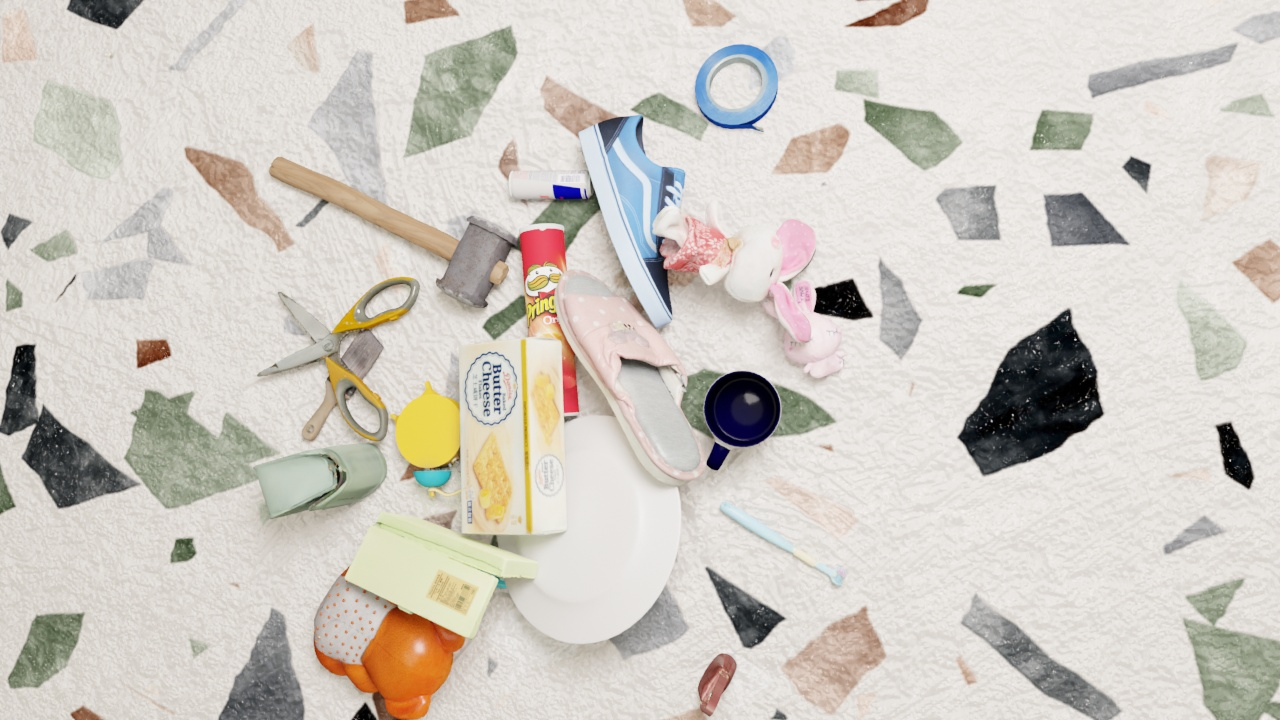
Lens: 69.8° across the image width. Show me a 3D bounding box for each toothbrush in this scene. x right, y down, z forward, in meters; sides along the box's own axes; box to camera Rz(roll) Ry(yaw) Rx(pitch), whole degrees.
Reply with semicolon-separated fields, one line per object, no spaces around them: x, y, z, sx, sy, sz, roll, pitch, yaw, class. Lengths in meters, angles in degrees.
0.154;0.198;1.002;0.155;0.016;0.022;30;59;8;toothbrush

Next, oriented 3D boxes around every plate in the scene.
-0.064;0.175;0.977;0.243;0.016;0.242;-12;69;32;plate

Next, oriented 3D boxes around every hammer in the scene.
-0.298;-0.168;1.077;0.328;0.052;0.098;27;91;12;hammer

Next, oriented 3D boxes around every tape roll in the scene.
0.108;-0.308;1.033;0.091;0.016;0.093;14;89;9;tape roll

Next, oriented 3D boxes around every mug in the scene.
0.102;0.066;0.975;0.078;0.097;0.112;29;91;9;mug

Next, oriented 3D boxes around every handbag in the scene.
0.077;0.344;0.953;0.029;0.119;0.055;32;92;9;handbag
-0.355;0.133;1.028;0.106;0.122;0.067;-18;85;7;handbag

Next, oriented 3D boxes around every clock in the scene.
-0.229;0.092;1.053;0.099;0.043;0.129;-41;75;4;clock

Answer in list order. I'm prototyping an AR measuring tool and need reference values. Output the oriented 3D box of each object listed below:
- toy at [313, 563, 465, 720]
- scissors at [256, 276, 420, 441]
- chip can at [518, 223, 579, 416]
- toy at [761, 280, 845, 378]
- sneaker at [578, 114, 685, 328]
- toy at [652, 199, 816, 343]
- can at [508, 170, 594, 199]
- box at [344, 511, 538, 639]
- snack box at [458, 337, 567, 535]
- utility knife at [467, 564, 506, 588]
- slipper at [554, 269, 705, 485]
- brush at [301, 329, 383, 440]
-0.279;0.309;1.030;0.172;0.093;0.163;27;88;21;toy
-0.343;-0.007;1.074;0.225;0.016;0.229;-26;80;6;scissors
-0.103;-0.043;1.034;0.052;0.051;0.214;-6;86;8;chip can
0.180;-0.034;0.995;0.063;0.047;0.110;-28;78;-5;toy
0.012;-0.161;1.009;0.098;0.083;0.241;-19;82;8;sneaker
0.100;-0.109;0.963;0.194;0.084;0.158;22;56;-15;toy
-0.102;-0.201;1.052;0.095;0.032;0.032;1;87;9;can
-0.216;0.213;0.981;0.188;0.127;0.066;14;127;32;box
-0.138;0.082;0.987;0.104;0.057;0.207;-5;84;35;snack box
-0.135;0.251;1.044;0.162;0.015;0.022;5;62;7;utility knife
-0.006;0.006;0.967;0.055;0.114;0.274;-46;63;35;slipper
-0.356;0.030;1.088;0.039;0.012;0.151;35;91;10;brush
